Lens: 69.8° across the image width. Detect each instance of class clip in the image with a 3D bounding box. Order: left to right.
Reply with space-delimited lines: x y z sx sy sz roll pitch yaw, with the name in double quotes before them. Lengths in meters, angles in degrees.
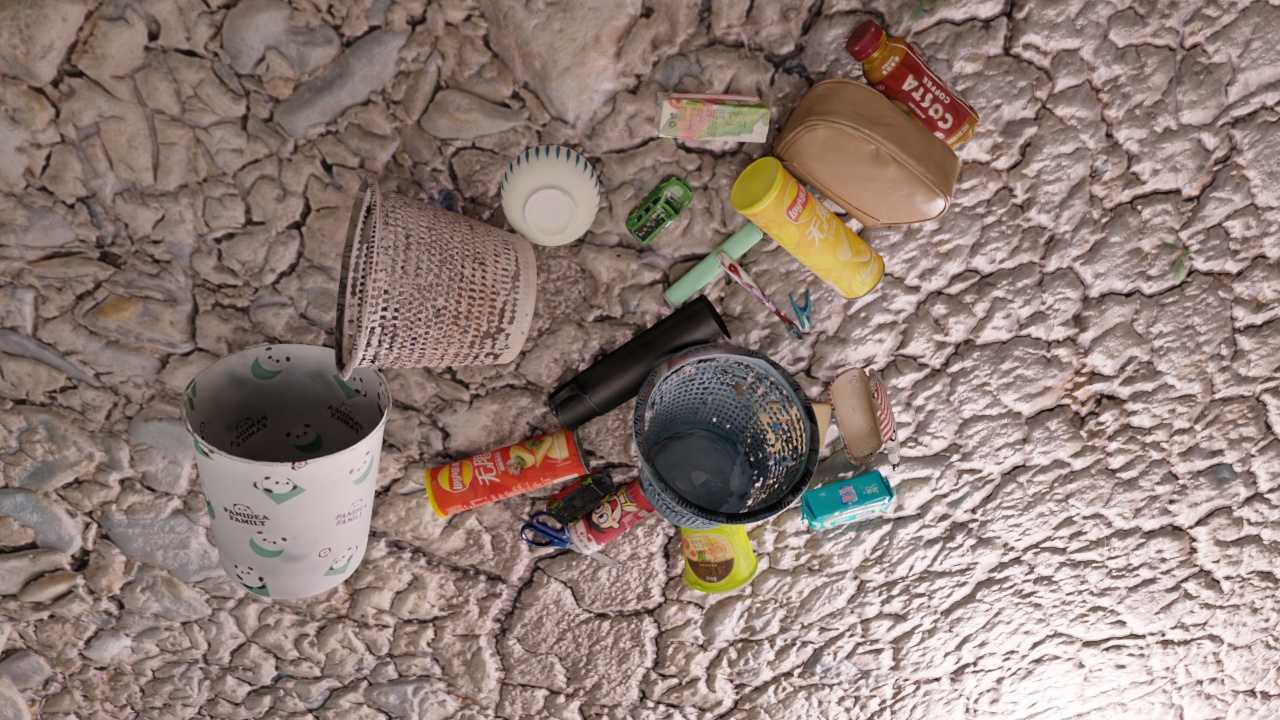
"clip" 0.210 -0.065 1.188 0.039 0.013 0.056 -15 120 4

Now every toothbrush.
"toothbrush" 0.118 -0.141 1.125 0.225 0.026 0.027 -39 117 16
"toothbrush" 0.152 -0.078 1.153 0.016 0.017 0.187 -38 127 16

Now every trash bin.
"trash bin" -0.430 0.144 1.135 0.229 0.229 0.252 6 125 -10
"trash bin" -0.229 -0.080 1.033 0.192 0.227 0.228 7 120 -25
"trash bin" 0.087 0.119 1.162 0.226 0.226 0.195 4 156 -8

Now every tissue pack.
"tissue pack" 0.290 0.203 1.311 0.133 0.050 0.093 -17 159 5

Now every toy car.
"toy car" -0.084 0.193 1.300 0.106 0.031 0.049 -37 118 17
"toy car" 0.023 -0.178 1.089 0.043 0.036 0.091 38 107 -23

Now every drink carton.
"drink carton" 0.079 -0.274 1.026 0.122 0.053 0.046 1 120 -7

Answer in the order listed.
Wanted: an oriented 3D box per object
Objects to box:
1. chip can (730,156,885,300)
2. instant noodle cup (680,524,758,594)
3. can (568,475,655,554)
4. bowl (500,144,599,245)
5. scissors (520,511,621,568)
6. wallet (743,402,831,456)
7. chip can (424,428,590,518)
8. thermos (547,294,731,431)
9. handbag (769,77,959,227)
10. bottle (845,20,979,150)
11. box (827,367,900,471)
"chip can" 0.200 -0.150 1.080 0.213 0.072 0.072 33 113 -33
"instant noodle cup" 0.104 0.252 1.319 0.112 0.111 0.123 -13 113 2
"can" -0.037 0.222 1.310 0.133 0.053 0.053 -37 117 16
"bowl" -0.103 -0.182 1.055 0.116 0.066 0.117 -2 121 -4
"scissors" -0.105 0.281 1.364 0.108 0.012 0.175 -28 121 9
"wallet" 0.203 0.097 1.278 0.115 0.024 0.087 0 122 -7
"chip can" -0.179 0.151 1.242 0.217 0.073 0.073 -16 121 5
"thermos" -0.007 0.007 1.166 0.243 0.090 0.068 -32 76 12
"handbag" 0.253 -0.232 1.032 0.204 0.099 0.148 30 158 -22
"bottle" 0.302 -0.308 1.026 0.175 0.057 0.058 34 112 -23
"box" 0.304 0.083 1.257 0.088 0.076 0.163 -12 125 22
